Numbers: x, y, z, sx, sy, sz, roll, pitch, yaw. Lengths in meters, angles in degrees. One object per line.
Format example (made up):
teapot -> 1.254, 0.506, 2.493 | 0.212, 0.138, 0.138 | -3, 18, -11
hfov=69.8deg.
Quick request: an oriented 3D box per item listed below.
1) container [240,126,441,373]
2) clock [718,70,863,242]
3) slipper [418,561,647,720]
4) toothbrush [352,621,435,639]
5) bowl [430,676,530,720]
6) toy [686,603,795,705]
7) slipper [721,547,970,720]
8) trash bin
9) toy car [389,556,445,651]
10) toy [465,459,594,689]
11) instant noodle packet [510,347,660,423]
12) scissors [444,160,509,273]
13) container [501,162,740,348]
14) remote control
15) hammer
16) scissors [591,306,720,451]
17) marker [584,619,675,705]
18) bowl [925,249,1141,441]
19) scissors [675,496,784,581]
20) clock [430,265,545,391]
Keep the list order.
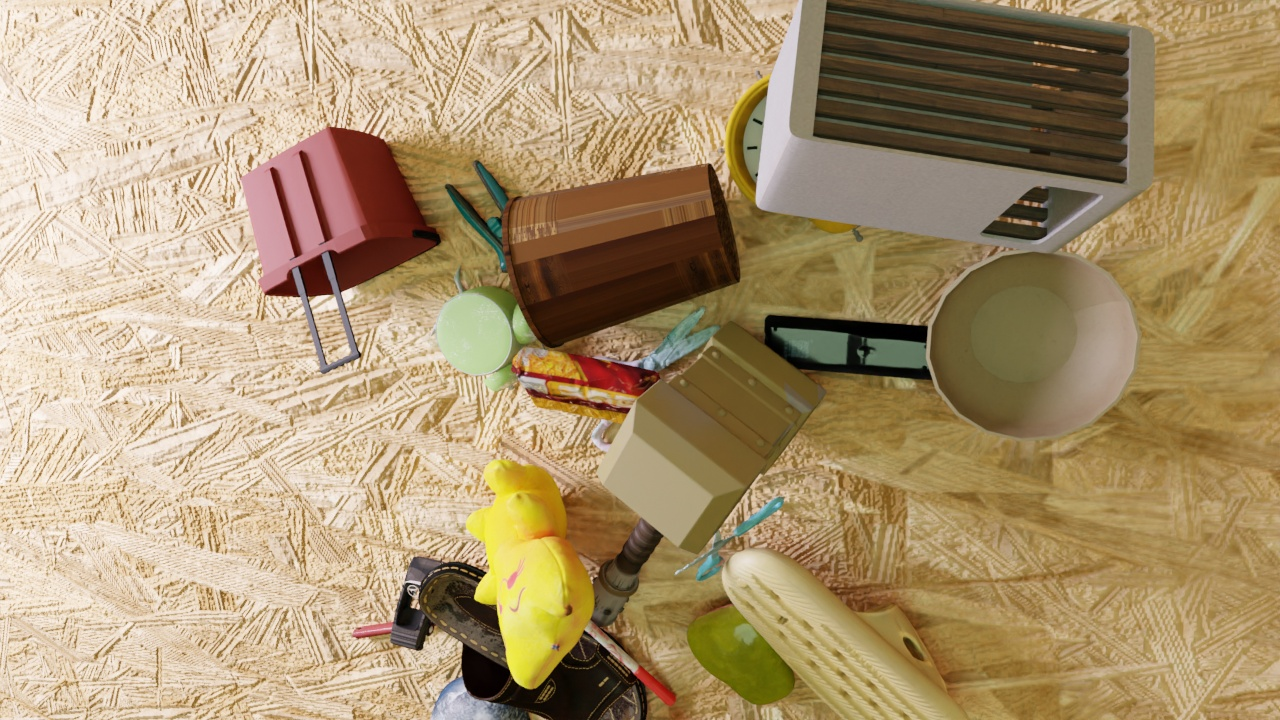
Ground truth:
container -> -0.267, -0.094, 0.839 | 0.148, 0.126, 0.201 | -22, 87, 20
clock -> 0.140, -0.168, 0.736 | 0.152, 0.052, 0.114 | 30, 110, 13
slipper -> -0.108, 0.298, 0.909 | 0.268, 0.075, 0.113 | 35, 111, -4
toothbrush -> -0.227, 0.285, 0.984 | 0.190, 0.016, 0.016 | -13, 104, 19
bowl -> -0.179, 0.401, 0.976 | 0.114, 0.060, 0.114 | 4, 104, 17
toy -> 0.098, 0.279, 0.864 | 0.090, 0.051, 0.110 | -29, 97, 24
slipper -> 0.184, 0.246, 0.814 | 0.261, 0.079, 0.112 | 42, 134, -5
trash bin -> 0.207, -0.162, 0.631 | 0.229, 0.114, 0.114 | 8, 77, -1
toy car -> -0.232, 0.251, 0.951 | 0.040, 0.037, 0.092 | 9, 74, 16
toy -> -0.097, 0.189, 0.839 | 0.087, 0.193, 0.135 | 6, 123, -28
instant noodle packet -> -0.045, 0.025, 0.804 | 0.135, 0.099, 0.039 | 10, 69, 7
scissors -> -0.128, -0.115, 0.847 | 0.142, 0.019, 0.127 | 12, 101, 7
container -> -0.011, -0.093, 0.765 | 0.167, 0.132, 0.132 | -13, 100, 14
remote control -> 0.179, -0.010, 0.779 | 0.150, 0.022, 0.047 | 4, 105, 16
hammer -> 0.016, 0.139, 0.809 | 0.100, 0.189, 0.326 | 38, 130, 12
scissors -> 0.012, 0.021, 0.845 | 0.179, 0.016, 0.103 | -29, 93, 18
marker -> -0.013, 0.294, 0.895 | 0.013, 0.012, 0.142 | -33, 113, 22
bowl -> 0.304, -0.016, 0.723 | 0.152, 0.050, 0.152 | 4, 105, 15
scissors -> 0.083, 0.160, 0.819 | 0.133, 0.135, 0.015 | -37, 72, -11
clock -> -0.142, -0.024, 0.864 | 0.119, 0.042, 0.094 | 28, 111, 8
